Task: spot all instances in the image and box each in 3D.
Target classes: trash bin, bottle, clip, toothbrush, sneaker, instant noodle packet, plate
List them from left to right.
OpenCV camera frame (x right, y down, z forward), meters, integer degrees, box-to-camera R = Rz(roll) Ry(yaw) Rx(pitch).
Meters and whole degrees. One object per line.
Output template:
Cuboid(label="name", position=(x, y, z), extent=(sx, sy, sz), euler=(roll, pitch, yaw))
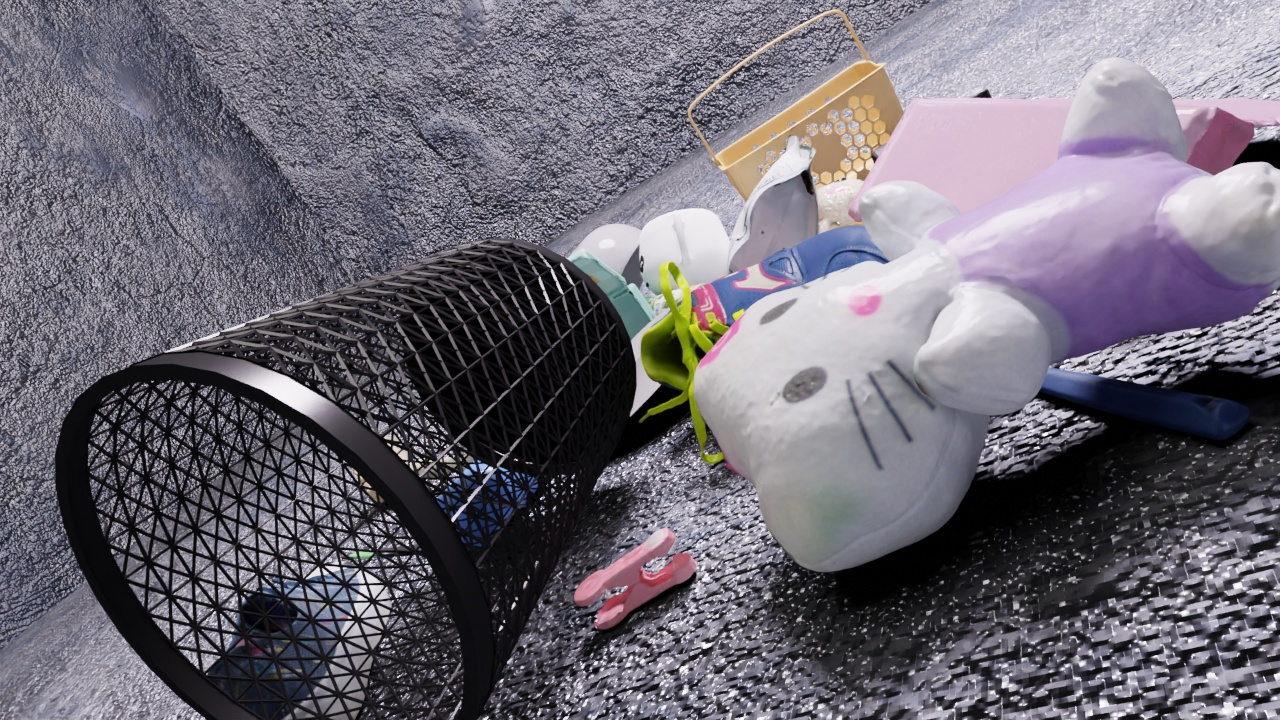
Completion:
Cuboid(label="sneaker", position=(-0.217, 0.168, 0.585), extent=(0.087, 0.079, 0.235), euler=(-36, 13, -8))
Cuboid(label="trash bin", position=(-0.120, 0.049, 0.491), extent=(0.218, 0.217, 0.242), euler=(-26, 13, 31))
Cuboid(label="toothbrush", position=(-0.144, 0.127, 0.626), extent=(0.188, 0.017, 0.014), euler=(-12, 6, 34))
Cuboid(label="bottle", position=(-0.096, 0.081, 0.669), extent=(0.048, 0.048, 0.130), euler=(-23, 17, 40))
Cuboid(label="clip", position=(-0.007, 0.095, 0.422), extent=(0.059, 0.041, 0.023), euler=(-29, 10, 8))
Cuboid(label="plate", position=(-0.004, 0.004, 0.696), extent=(0.173, 0.019, 0.172), euler=(-46, 8, 8))
Cuboid(label="bottle", position=(0.034, -0.043, 0.818), extent=(0.042, 0.042, 0.110), euler=(-41, 16, -26))
Cuboid(label="instant noodle packet", position=(0.106, -0.109, 0.743), extent=(0.268, 0.057, 0.147), euler=(-62, -4, -74))
Cuboid(label="sneaker", position=(0.071, -0.008, 0.495), extent=(0.091, 0.116, 0.242), euler=(-9, -1, -23))
Cuboid(label="toothbrush", position=(0.164, 0.004, 0.377), extent=(0.016, 0.017, 0.190), euler=(-36, 13, -5))

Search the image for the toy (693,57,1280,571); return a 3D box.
Cuboid(label="toy", position=(0.117, -0.012, 0.343), extent=(0.210, 0.085, 0.137), euler=(-36, 36, 20))

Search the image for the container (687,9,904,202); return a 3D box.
Cuboid(label="container", position=(0.161, -0.240, 0.931), extent=(0.183, 0.167, 0.129), euler=(-32, 13, 9))

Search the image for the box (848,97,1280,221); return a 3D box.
Cuboid(label="box", position=(0.222, -0.114, 0.483), extent=(0.172, 0.075, 0.233), euler=(-35, 22, -4))

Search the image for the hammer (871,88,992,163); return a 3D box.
Cuboid(label="hammer", position=(0.279, -0.174, 0.712), extent=(0.120, 0.033, 0.330), euler=(-32, 14, 6))

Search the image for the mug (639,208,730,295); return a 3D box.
Cuboid(label="mug", position=(0.042, -0.098, 0.857), extent=(0.090, 0.076, 0.124), euler=(-13, -13, 4))

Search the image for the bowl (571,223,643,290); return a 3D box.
Cuboid(label="bowl", position=(-0.044, -0.079, 0.937), extent=(0.132, 0.064, 0.132), euler=(25, -91, -82))

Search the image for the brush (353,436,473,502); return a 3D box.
Cuboid(label="brush", position=(-0.203, 0.100, 0.872), extent=(0.273, 0.062, 0.077), euler=(-10, 43, 52))

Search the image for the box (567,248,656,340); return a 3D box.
Cuboid(label="box", position=(-0.083, -0.015, 0.808), extent=(0.187, 0.138, 0.056), euler=(-29, 31, 20))

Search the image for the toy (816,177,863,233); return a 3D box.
Cuboid(label="toy", position=(0.161, -0.124, 0.790), extent=(0.087, 0.050, 0.112), euler=(-22, 12, 43))
